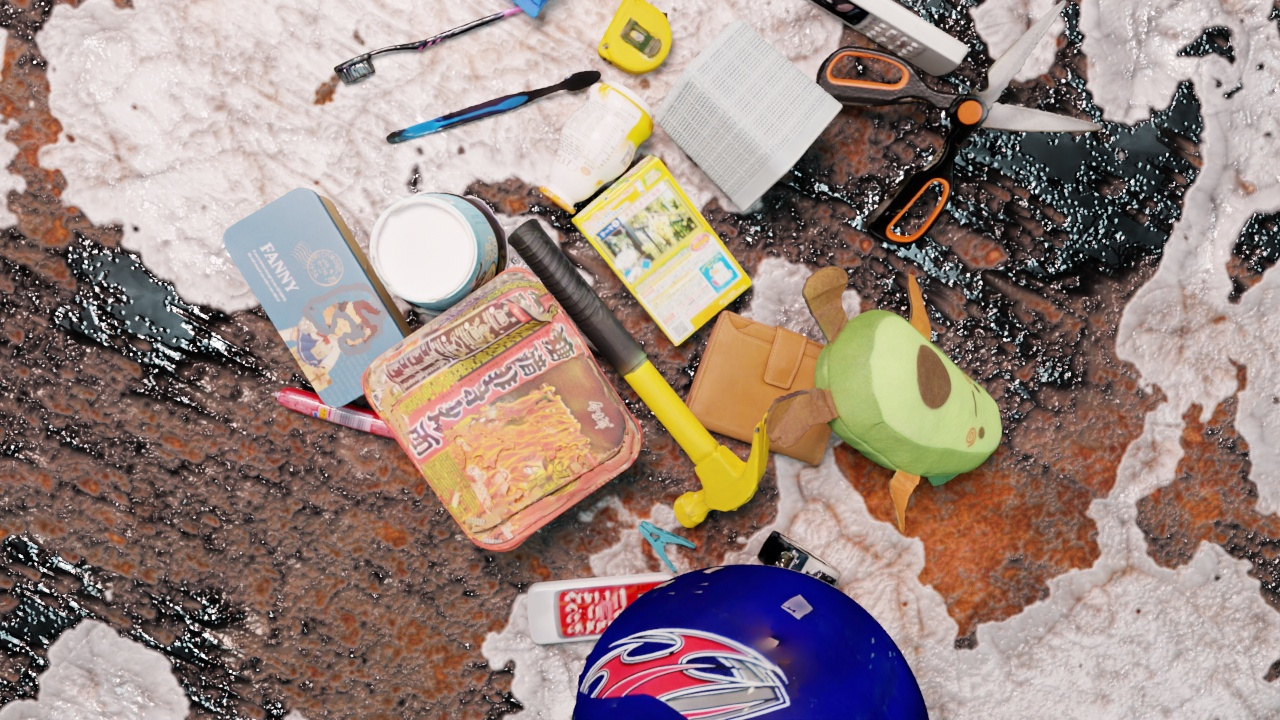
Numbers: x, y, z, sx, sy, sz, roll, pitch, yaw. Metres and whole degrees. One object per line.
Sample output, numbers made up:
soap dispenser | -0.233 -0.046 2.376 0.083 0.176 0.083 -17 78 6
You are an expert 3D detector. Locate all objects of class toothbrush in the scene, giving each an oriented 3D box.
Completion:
toothbrush | -0.163 -0.268 0.764 0.189 0.014 0.018 -20 107 -2
toothbrush | -0.124 -0.213 0.774 0.189 0.016 0.014 -17 106 1

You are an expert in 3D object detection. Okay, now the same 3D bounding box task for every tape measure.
tape measure | -0.002 -0.270 0.766 0.057 0.029 0.060 29 94 -7
tape measure | 0.141 0.184 0.809 0.066 0.066 0.033 32 91 -5

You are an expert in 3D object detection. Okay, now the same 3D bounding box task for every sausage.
sausage | -0.241 0.050 0.791 0.156 0.020 0.020 17 95 -6

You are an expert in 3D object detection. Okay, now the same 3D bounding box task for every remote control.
remote control | -0.033 0.223 0.825 0.136 0.020 0.056 -4 98 -4
remote control | 0.198 -0.283 0.764 0.150 0.058 0.021 27 95 -6

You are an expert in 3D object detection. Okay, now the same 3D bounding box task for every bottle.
bottle | -0.039 -0.174 0.757 0.063 0.063 0.108 36 93 -7

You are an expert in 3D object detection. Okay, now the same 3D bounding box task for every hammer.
hammer | -0.005 0.005 0.775 0.300 0.032 0.129 50 126 -2

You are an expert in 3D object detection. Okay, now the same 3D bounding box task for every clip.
clip | 0.020 0.163 0.825 0.054 0.013 0.034 36 92 -7

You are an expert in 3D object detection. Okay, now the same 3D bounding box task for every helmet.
helmet | 0.062 0.288 0.724 0.316 0.246 0.240 -20 91 31

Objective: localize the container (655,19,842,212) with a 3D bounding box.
container | 0.082 -0.198 0.741 0.111 0.090 0.089 42 66 -5

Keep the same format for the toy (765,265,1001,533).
toy | 0.214 0.029 0.763 0.246 0.090 0.226 22 71 -31

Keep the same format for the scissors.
scissors | 0.249 -0.198 0.755 0.221 0.021 0.235 27 119 4

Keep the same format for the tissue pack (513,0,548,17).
tissue pack | -0.077 -0.365 0.738 0.095 0.052 0.157 34 93 -5

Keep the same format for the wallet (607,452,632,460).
wallet | -0.080 0.072 0.800 0.124 0.032 0.101 -34 95 -1

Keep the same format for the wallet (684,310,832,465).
wallet | 0.114 0.024 0.808 0.132 0.031 0.108 19 96 -7

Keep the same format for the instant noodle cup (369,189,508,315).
instant noodle cup | -0.164 -0.085 0.730 0.111 0.120 0.111 0 97 -4

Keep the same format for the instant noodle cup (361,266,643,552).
instant noodle cup | -0.106 0.039 0.738 0.164 0.079 0.189 -33 99 -1

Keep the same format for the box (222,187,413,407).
box | -0.261 -0.056 0.757 0.090 0.061 0.184 -32 99 -1

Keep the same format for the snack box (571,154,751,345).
snack box | 0.019 -0.091 0.772 0.087 0.033 0.140 -40 112 1
